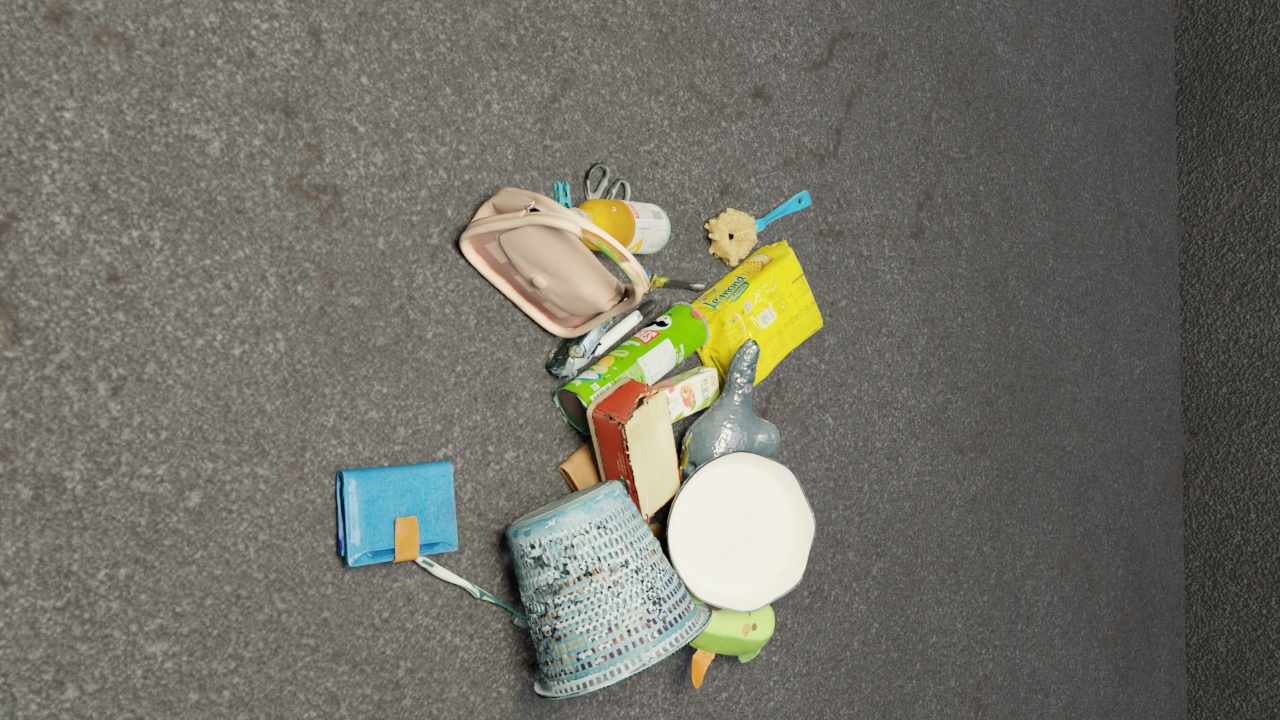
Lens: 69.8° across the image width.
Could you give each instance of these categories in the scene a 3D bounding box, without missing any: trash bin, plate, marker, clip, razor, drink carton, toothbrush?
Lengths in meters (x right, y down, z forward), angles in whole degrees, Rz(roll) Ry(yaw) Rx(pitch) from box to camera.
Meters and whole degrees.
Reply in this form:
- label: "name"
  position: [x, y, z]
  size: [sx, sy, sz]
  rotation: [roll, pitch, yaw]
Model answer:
- label: "trash bin"
  position: [-0.055, 0.256, 1.083]
  size: [0.226, 0.227, 0.195]
  rotation: [-21, 87, -38]
- label: "plate"
  position: [0.127, 0.220, 1.195]
  size: [0.204, 0.046, 0.205]
  rotation: [1, 87, -17]
- label: "marker"
  position: [-0.024, -0.042, 1.232]
  size: [0.130, 0.018, 0.023]
  rotation: [-41, 143, -32]
- label: "clip"
  position: [-0.099, -0.203, 1.180]
  size: [0.041, 0.014, 0.056]
  rotation: [-12, 95, -40]
- label: "razor"
  position: [0.041, -0.108, 1.287]
  size: [0.142, 0.022, 0.043]
  rotation: [-2, 123, -44]
- label: "drink carton"
  position: [0.053, 0.050, 1.275]
  size: [0.122, 0.046, 0.053]
  rotation: [-21, 108, -38]
- label: "toothbrush"
  position: [-0.196, 0.273, 1.078]
  size: [0.191, 0.016, 0.018]
  rotation: [40, 74, -32]

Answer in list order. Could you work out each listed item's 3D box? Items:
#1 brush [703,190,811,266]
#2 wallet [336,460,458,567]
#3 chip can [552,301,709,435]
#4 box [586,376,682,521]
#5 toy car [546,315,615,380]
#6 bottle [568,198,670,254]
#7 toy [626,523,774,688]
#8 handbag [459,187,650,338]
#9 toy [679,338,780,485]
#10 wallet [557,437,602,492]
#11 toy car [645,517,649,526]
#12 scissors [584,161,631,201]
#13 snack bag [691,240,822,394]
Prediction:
- label: "brush"
  position: [0.187, -0.215, 1.408]
  size: [0.253, 0.046, 0.083]
  rotation: [-31, 104, -40]
- label: "wallet"
  position: [-0.266, 0.168, 1.011]
  size: [0.132, 0.040, 0.106]
  rotation: [0, 84, -39]
- label: "chip can"
  position: [-0.007, 0.007, 1.209]
  size: [0.235, 0.072, 0.072]
  rotation: [-37, 111, -34]
- label: "box"
  position: [0.002, 0.113, 1.144]
  size: [0.091, 0.079, 0.168]
  rotation: [-38, 132, -35]
- label: "toy car"
  position: [-0.072, -0.026, 1.168]
  size: [0.037, 0.054, 0.120]
  rotation: [47, 59, -25]
- label: "bottle"
  position: [-0.032, -0.171, 1.169]
  size: [0.189, 0.068, 0.068]
  rotation: [-9, 94, -58]
- label: "toy"
  position: [0.085, 0.329, 1.252]
  size: [0.246, 0.090, 0.226]
  rotation: [27, 61, -21]
- label: "handbag"
  position: [-0.081, -0.113, 1.047]
  size: [0.193, 0.235, 0.093]
  rotation: [44, 67, -29]
- label: "toy"
  position: [0.123, 0.149, 1.260]
  size: [0.091, 0.138, 0.356]
  rotation: [1, 87, -79]
- label: "wallet"
  position: [-0.043, 0.153, 1.202]
  size: [0.101, 0.020, 0.115]
  rotation: [-41, 109, -33]
- label: "toy car"
  position: [-0.016, 0.238, 1.211]
  size: [0.035, 0.042, 0.090]
  rotation: [57, 47, -48]
- label: "scissors"
  position: [-0.059, -0.175, 1.213]
  size: [0.145, 0.014, 0.172]
  rotation: [-10, 95, -38]
- label: "snack bag"
  position: [0.175, -0.061, 1.368]
  size: [0.245, 0.068, 0.158]
  rotation: [-39, 112, -33]
